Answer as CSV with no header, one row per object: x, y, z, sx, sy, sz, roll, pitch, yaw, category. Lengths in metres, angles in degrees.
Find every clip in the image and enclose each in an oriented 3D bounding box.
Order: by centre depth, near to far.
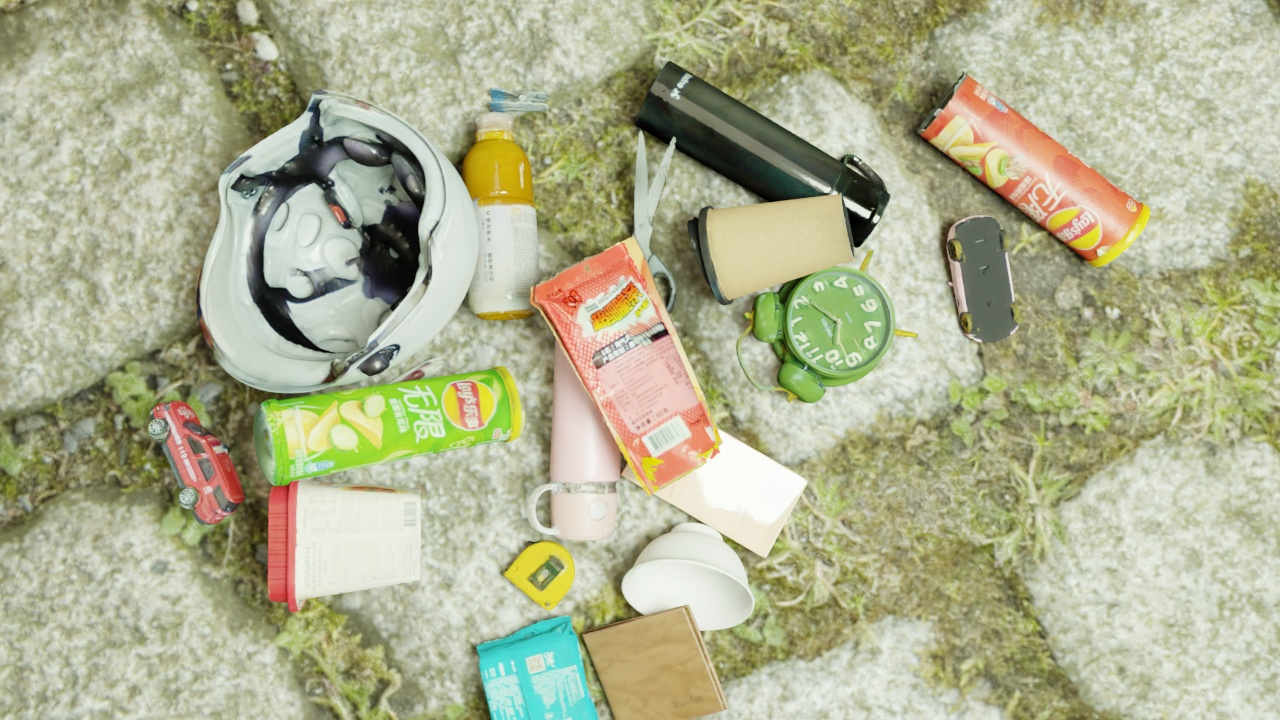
-0.116,-0.249,0.884,0.058,0.026,0.038,-1,79,-5,clip

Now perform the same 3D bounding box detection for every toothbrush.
-0.269,0.045,0.863,0.187,0.017,0.016,-29,88,-2,toothbrush

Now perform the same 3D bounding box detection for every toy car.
-0.405,0.091,0.840,0.045,0.053,0.120,-27,90,-5,toy car
0.326,-0.077,0.879,0.056,0.037,0.122,-12,99,0,toy car

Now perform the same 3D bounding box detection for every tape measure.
-0.089,0.197,0.853,0.060,0.029,0.057,40,85,1,tape measure

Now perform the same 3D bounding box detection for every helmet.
-0.247,-0.089,0.804,0.229,0.145,0.259,46,104,18,helmet

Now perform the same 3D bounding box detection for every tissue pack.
-0.091,0.308,0.835,0.093,0.050,0.133,-15,86,-1,tissue pack

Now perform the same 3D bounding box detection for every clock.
0.167,-0.027,0.860,0.161,0.056,0.116,-27,86,-3,clock

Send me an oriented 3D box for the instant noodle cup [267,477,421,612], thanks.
-0.258,0.156,0.815,0.124,0.116,0.116,1,86,-13,instant noodle cup

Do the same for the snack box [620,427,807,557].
0.068,0.110,0.863,0.157,0.026,0.084,30,86,1,snack box

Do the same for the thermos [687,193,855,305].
0.116,-0.106,0.831,0.143,0.093,0.093,-12,86,18,thermos

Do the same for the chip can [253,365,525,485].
-0.215,0.054,0.793,0.220,0.073,0.072,-9,86,-30,chip can

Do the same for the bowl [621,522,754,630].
0.046,0.187,0.832,0.118,0.119,0.064,13,48,-1,bowl

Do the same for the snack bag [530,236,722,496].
-0.005,0.005,0.800,0.128,0.073,0.208,-31,95,-39,snack bag

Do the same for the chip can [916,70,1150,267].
0.369,-0.180,0.869,0.216,0.073,0.073,38,86,2,chip can

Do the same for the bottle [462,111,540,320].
-0.131,-0.134,0.853,0.068,0.068,0.189,-4,86,-2,bottle

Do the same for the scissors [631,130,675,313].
0.005,-0.119,0.864,0.165,0.014,0.163,-38,97,8,scissors

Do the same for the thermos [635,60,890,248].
0.120,-0.199,0.872,0.242,0.069,0.089,30,55,-1,thermos

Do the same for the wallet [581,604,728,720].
0.012,0.281,0.832,0.115,0.020,0.101,-24,87,26,wallet

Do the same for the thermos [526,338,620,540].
-0.059,0.063,0.839,0.087,0.067,0.198,6,86,-28,thermos
